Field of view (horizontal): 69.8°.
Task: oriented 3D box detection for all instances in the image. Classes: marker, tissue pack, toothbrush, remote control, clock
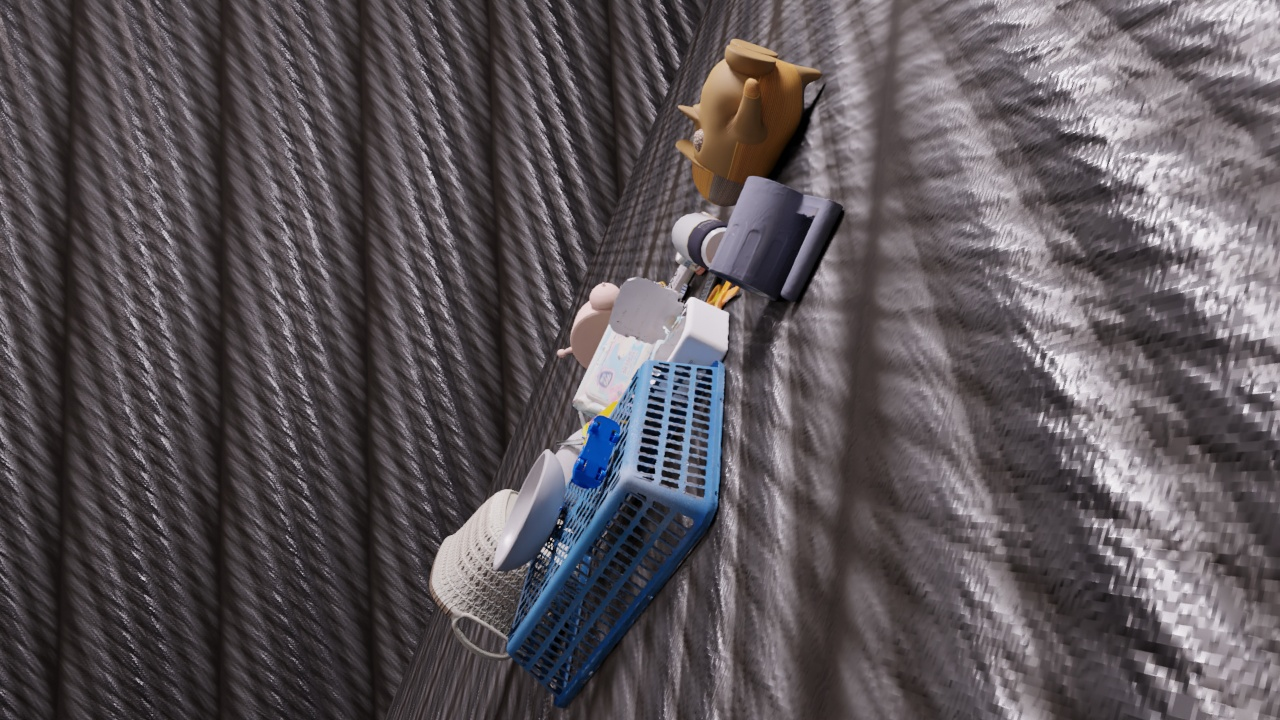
[{"bbox_3d":[0.057,-0.117,1.441,0.126,0.025,0.025,-59,11,27],"label":"marker"},{"bbox_3d":[-0.007,0.007,1.224,0.112,0.070,0.182,23,88,40],"label":"tissue pack"},{"bbox_3d":[0.038,-0.039,1.382,0.014,0.014,0.167,105,-170,-82],"label":"toothbrush"},{"bbox_3d":[0.103,-0.120,1.242,0.136,0.013,0.033,-65,10,-5],"label":"remote control"},{"bbox_3d":[-0.044,-0.033,1.446,0.161,0.131,0.086,-58,12,27],"label":"clock"}]

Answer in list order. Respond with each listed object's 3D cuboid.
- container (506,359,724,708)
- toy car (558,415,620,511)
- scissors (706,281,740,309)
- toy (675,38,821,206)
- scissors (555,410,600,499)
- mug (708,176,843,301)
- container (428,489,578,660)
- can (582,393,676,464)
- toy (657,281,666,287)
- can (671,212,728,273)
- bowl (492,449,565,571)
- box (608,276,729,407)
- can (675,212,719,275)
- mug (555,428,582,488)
[{"bbox_3d":[-0.035,0.178,1.016,0.363,0.089,0.256,-58,12,33],"label":"container"},{"bbox_3d":[-0.057,0.106,0.931,0.062,0.033,0.091,-34,31,57],"label":"toy car"},{"bbox_3d":[0.099,-0.071,1.154,0.125,0.011,0.127,146,147,-73],"label":"scissors"},{"bbox_3d":[0.127,-0.307,1.216,0.198,0.162,0.204,-68,-3,-63],"label":"toy"},{"bbox_3d":[-0.072,0.135,1.374,0.142,0.014,0.173,-25,49,26],"label":"scissors"},{"bbox_3d":[0.137,-0.119,0.925,0.124,0.083,0.104,28,94,53],"label":"mug"},{"bbox_3d":[-0.177,0.285,1.253,0.143,0.184,0.246,-53,12,6],"label":"container"},{"bbox_3d":[-0.014,0.078,1.132,0.105,0.067,0.067,-40,18,19],"label":"can"},{"bbox_3d":[0.014,-0.084,1.523,0.103,0.046,0.084,-54,-11,5],"label":"toy"},{"bbox_3d":[0.085,-0.158,1.214,0.064,0.064,0.127,-63,24,8],"label":"can"},{"bbox_3d":[-0.120,0.178,1.056,0.150,0.043,0.149,-61,11,19],"label":"bowl"},{"bbox_3d":[0.024,-0.035,1.100,0.109,0.137,0.125,-55,14,32],"label":"box"},{"bbox_3d":[0.090,-0.174,1.360,0.086,0.043,0.086,-59,11,18],"label":"can"},{"bbox_3d":[-0.089,0.158,1.422,0.089,0.071,0.107,-59,26,-9],"label":"mug"}]
